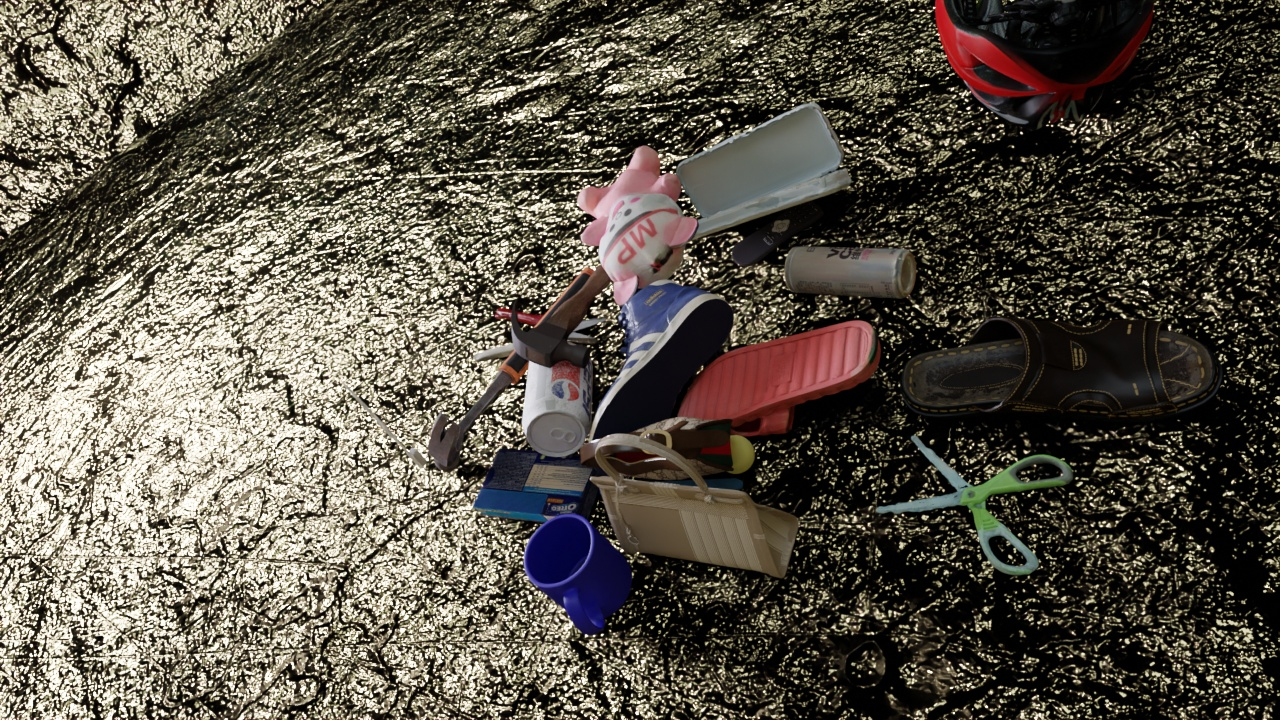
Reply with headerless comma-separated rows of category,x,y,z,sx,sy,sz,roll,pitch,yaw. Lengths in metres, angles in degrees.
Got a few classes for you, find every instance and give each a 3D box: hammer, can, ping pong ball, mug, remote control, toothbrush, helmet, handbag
hammer,-0.152,-0.002,1.140,0.035,0.138,0.313,36,69,5
can,-0.096,0.043,1.071,0.078,0.078,0.136,-23,33,14
ping pong ball,0.098,0.097,0.948,0.040,0.040,0.040,-17,47,19
mug,-0.059,0.220,0.911,0.079,0.083,0.111,-26,44,11
remote control,0.168,-0.160,1.144,0.124,0.009,0.046,-35,43,1
toothbrush,-0.310,0.078,1.118,0.010,0.181,0.010,8,55,30
hammer,-0.053,-0.101,1.152,0.115,0.033,0.321,20,45,17
helmet,0.449,-0.390,1.045,0.217,0.167,0.271,-8,56,8
handbag,0.029,0.123,0.854,0.176,0.198,0.062,1,55,33
can,0.232,-0.099,1.020,0.136,0.054,0.054,7,58,36
handbag,0.015,0.089,0.910,0.167,0.138,0.063,-14,79,55
toothbrush,0.029,0.134,0.980,0.167,0.014,0.016,-7,51,27

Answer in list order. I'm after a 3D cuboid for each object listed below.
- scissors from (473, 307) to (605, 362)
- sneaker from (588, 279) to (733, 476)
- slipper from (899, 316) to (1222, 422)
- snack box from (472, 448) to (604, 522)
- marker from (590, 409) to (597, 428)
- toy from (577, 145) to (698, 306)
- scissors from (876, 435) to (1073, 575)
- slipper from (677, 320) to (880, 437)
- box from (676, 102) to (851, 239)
scissors,-0.143,-0.037,1.232,0.179,0.015,0.187,-35,44,0
sneaker,-0.005,0.005,1.042,0.233,0.091,0.118,-55,37,5
slipper,0.368,0.005,0.831,0.268,0.076,0.112,-3,53,30
snack box,-0.116,0.145,1.053,0.150,0.027,0.082,0,55,33
marker,-0.013,0.026,1.095,0.146,0.017,0.017,-48,45,-11
toy,-0.001,-0.169,1.136,0.142,0.084,0.213,-35,40,11
scissors,0.296,0.125,0.818,0.172,0.023,0.167,-17,53,22
slipper,0.146,0.029,0.962,0.249,0.059,0.103,-22,42,35
box,0.139,-0.237,1.127,0.216,0.124,0.106,-15,5,27
